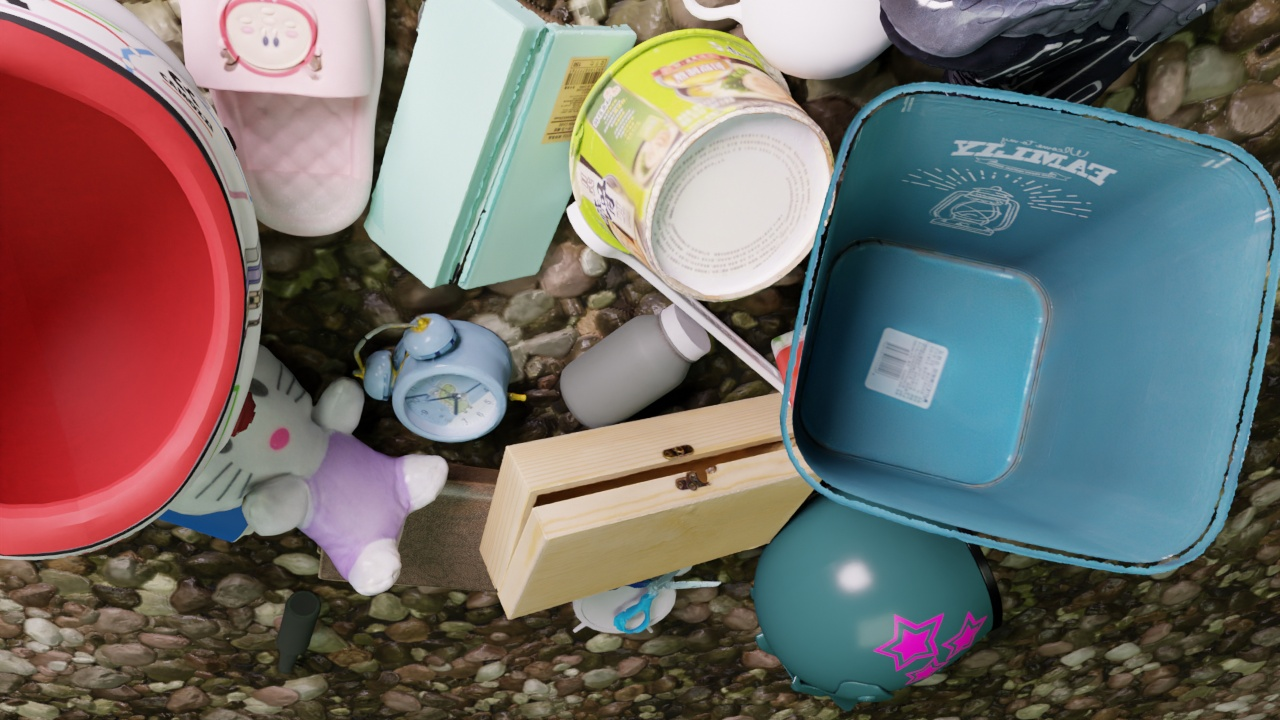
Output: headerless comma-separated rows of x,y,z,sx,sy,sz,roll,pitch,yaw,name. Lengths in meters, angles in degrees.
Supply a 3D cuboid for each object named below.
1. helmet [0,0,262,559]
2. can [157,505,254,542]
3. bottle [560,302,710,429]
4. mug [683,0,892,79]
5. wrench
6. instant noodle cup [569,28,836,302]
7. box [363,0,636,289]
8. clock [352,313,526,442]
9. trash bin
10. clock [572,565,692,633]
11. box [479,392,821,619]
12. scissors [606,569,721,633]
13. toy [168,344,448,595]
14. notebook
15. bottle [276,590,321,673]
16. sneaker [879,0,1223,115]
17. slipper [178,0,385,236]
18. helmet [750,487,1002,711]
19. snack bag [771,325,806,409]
-0.318,-0.055,0.459,0.230,0.236,0.315,-16,131,-31,helmet
-0.352,0.078,0.686,0.146,0.078,0.079,28,123,-30,can
-0.004,0.004,0.678,0.109,0.060,0.060,-34,128,23,bottle
0.080,-0.196,0.487,0.124,0.090,0.076,7,145,10,mug
0.044,-0.033,0.663,0.009,0.047,0.273,-35,130,23,wrench
0.039,-0.107,0.532,0.146,0.097,0.146,-12,129,-16,instant noodle cup
-0.090,-0.134,0.558,0.112,0.078,0.188,-12,143,-38,box
-0.149,0.011,0.670,0.089,0.051,0.124,-35,128,25,clock
0.178,-0.008,0.504,0.196,0.199,0.218,14,177,6,trash bin
-0.014,0.191,0.859,0.120,0.061,0.160,4,128,-12,clock
0.012,0.114,0.709,0.248,0.092,0.128,-8,134,-30,box
0.005,0.201,0.820,0.127,0.014,0.128,33,117,-30,scissors
-0.249,0.071,0.655,0.209,0.137,0.086,35,146,-20,toy
-0.166,0.132,0.793,0.215,0.034,0.191,9,130,-16,notebook
-0.341,0.272,0.904,0.033,0.033,0.123,13,131,-19,bottle
0.189,-0.168,0.486,0.251,0.097,0.151,-20,156,-32,sneaker
-0.193,-0.159,0.502,0.106,0.055,0.222,-1,134,-10,slipper
0.201,0.222,0.837,0.200,0.176,0.275,-25,145,3,helmet
0.145,0.014,0.671,0.077,0.115,0.036,-23,128,12,snack bag
